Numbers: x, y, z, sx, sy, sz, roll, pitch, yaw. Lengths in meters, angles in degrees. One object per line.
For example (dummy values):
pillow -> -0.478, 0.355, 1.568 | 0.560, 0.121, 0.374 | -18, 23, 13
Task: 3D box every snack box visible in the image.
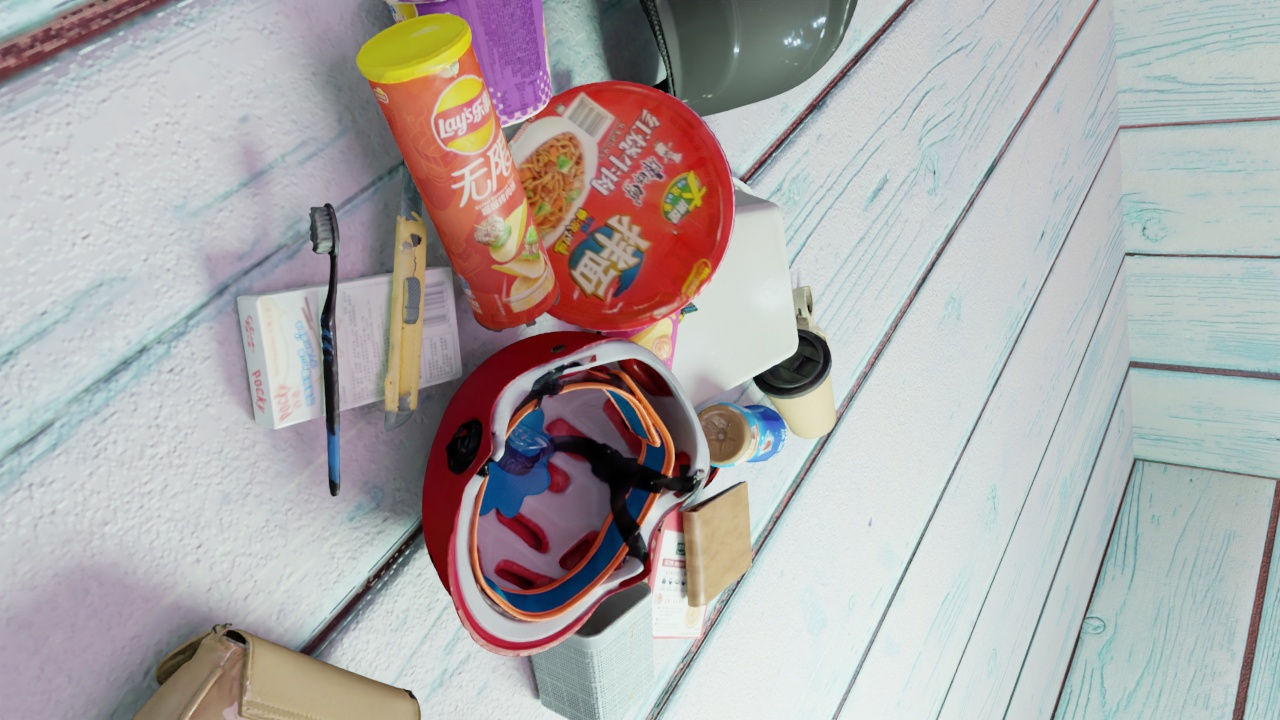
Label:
snack box -> -0.191, -0.014, 0.628 | 0.156, 0.027, 0.085 | -18, 109, -49
snack box -> 0.028, 0.214, 0.930 | 0.113, 0.044, 0.127 | 22, 77, -51

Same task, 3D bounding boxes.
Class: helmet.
helmet -> -0.077, 0.087, 0.702 | 0.239, 0.144, 0.207 | -55, 131, -10
helmet -> 0.074, -0.334, 0.770 | 0.273, 0.230, 0.234 | -68, 146, -50

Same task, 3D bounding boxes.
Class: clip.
clip -> 0.212, -0.037, 1.137 | 0.092, 0.035, 0.103 | 15, 76, -48

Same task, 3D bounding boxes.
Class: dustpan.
dustpan -> 0.060, -0.075, 0.955 | 0.257, 0.143, 0.223 | -19, 113, -18

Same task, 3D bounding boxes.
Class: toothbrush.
toothbrush -> -0.200, -0.005, 0.585 | 0.016, 0.014, 0.189 | -9, 103, -51

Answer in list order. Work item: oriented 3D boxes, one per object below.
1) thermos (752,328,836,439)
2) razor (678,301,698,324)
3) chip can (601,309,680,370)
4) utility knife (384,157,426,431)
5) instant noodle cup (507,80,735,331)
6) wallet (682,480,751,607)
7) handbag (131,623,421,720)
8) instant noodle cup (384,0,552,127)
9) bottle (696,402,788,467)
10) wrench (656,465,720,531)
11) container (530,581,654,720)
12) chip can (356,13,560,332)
thermos -> 0.186, 0.030, 1.076 | 0.092, 0.093, 0.143 | -63, 147, -24
razor -> 0.022, 0.007, 0.866 | 0.043, 0.028, 0.133 | -25, 130, -70
chip can -> -0.005, 0.005, 0.817 | 0.071, 0.071, 0.210 | -1, 102, -52
utility knife -> -0.162, -0.049, 0.631 | 0.030, 0.020, 0.196 | 2, 87, -59
instant noodle cup -> -0.020, -0.122, 0.736 | 0.065, 0.194, 0.194 | -40, 132, -79
wallet -> 0.081, 0.186, 0.943 | 0.115, 0.020, 0.101 | -16, 106, -53
handbag -> -0.231, 0.257, 0.570 | 0.204, 0.100, 0.147 | 46, 53, -45
instant noodle cup -> -0.112, -0.221, 0.639 | 0.111, 0.112, 0.099 | -48, 139, -37
bottle -> 0.119, 0.080, 0.997 | 0.218, 0.065, 0.065 | 9, 88, -67
wrench -> 0.043, 0.123, 0.893 | 0.273, 0.016, 0.056 | -6, 115, -71
container -> -0.043, 0.257, 0.814 | 0.089, 0.090, 0.111 | -26, 119, -47
chip can -> -0.116, -0.119, 0.623 | 0.073, 0.073, 0.217 | -54, 146, -32
